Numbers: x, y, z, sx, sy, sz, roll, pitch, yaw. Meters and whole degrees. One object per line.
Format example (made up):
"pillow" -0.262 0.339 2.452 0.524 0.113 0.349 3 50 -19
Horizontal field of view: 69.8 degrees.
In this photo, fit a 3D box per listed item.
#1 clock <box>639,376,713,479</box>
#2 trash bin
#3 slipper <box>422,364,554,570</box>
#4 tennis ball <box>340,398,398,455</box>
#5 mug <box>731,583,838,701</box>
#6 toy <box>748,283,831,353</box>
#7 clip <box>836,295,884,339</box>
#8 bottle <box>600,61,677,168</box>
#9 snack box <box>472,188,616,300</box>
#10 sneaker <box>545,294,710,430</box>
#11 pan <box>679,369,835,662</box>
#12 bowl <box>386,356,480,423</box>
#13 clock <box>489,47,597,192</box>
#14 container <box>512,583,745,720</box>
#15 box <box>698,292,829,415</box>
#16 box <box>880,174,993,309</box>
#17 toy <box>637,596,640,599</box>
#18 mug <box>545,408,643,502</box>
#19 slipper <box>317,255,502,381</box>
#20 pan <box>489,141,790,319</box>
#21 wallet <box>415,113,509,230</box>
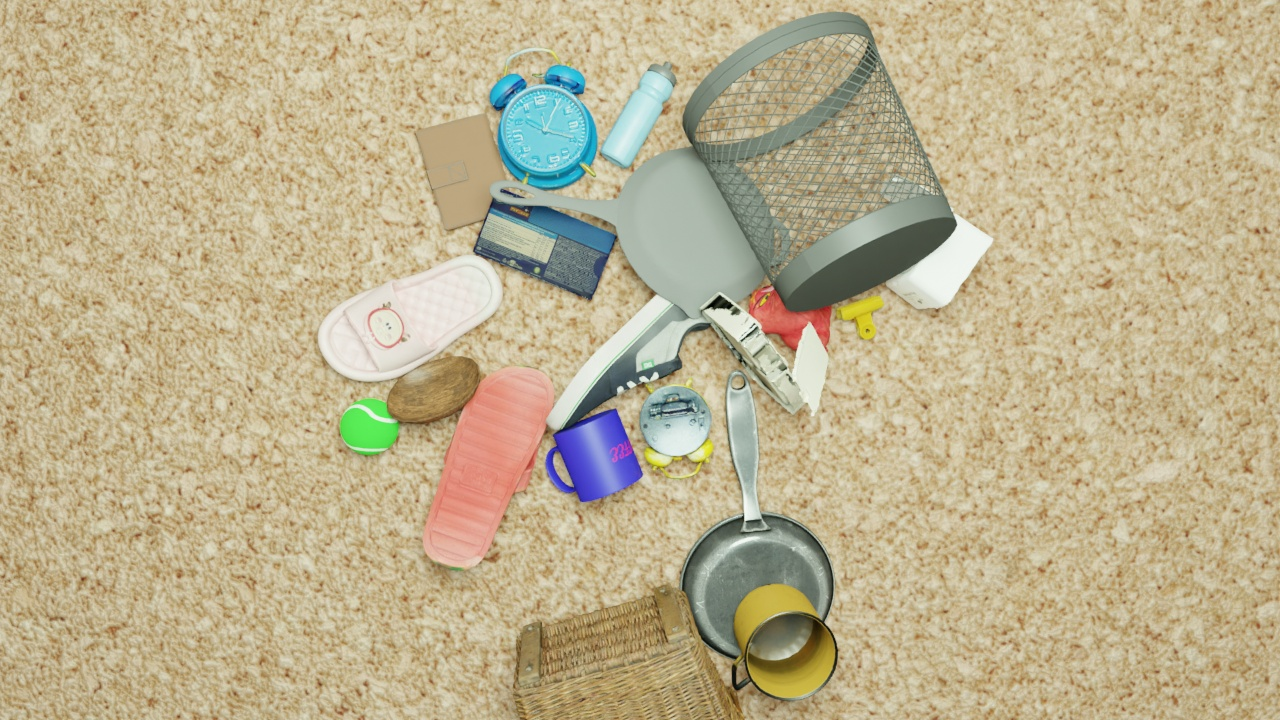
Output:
"clock" 0.041 0.081 1.070 0.083 0.057 0.118 -8 92 -2
"trash bin" 0.188 -0.195 0.955 0.218 0.218 0.227 -23 76 -1
"slipper" -0.177 0.121 1.066 0.103 0.059 0.248 23 77 0
"tennis ball" -0.312 0.076 1.058 0.065 0.065 0.065 0 92 -1
"mug" 0.149 0.317 1.024 0.124 0.094 0.100 -39 98 2
"toy" 0.176 -0.039 1.077 0.094 0.087 0.133 -14 115 32
"clip" 0.263 -0.051 1.092 0.054 0.044 0.049 -20 134 -2
"bottle" 0.001 -0.288 1.064 0.040 0.040 0.130 30 91 -2
"snack box" -0.111 -0.136 1.069 0.150 0.027 0.082 23 90 -8
"sneaker" -0.006 0.006 1.046 0.235 0.084 0.079 -44 89 -9
"pan" 0.133 0.190 1.086 0.187 0.055 0.357 -6 96 -2
"bowl" -0.234 0.040 1.055 0.114 0.101 0.026 -16 130 5
"clock" -0.112 -0.276 1.052 0.117 0.060 0.161 -14 91 -1
"container" -0.021 0.376 1.013 0.250 0.162 0.183 -17 103 -1
"box" 0.161 -0.001 0.990 0.070 0.186 0.143 -43 128 -1
"box" 0.311 -0.144 1.044 0.136 0.109 0.121 34 90 -3
"toy" -0.008 0.307 1.091 0.111 0.030 0.049 -17 107 0
"mug" -0.062 0.114 1.065 0.111 0.079 0.083 -21 93 27
"slipper" -0.263 -0.048 1.060 0.221 0.055 0.107 -26 94 -1
"pan" 0.010 -0.163 1.028 0.354 0.024 0.216 8 75 -15
"wallet" -0.205 -0.221 1.076 0.087 0.013 0.121 -17 92 -5
